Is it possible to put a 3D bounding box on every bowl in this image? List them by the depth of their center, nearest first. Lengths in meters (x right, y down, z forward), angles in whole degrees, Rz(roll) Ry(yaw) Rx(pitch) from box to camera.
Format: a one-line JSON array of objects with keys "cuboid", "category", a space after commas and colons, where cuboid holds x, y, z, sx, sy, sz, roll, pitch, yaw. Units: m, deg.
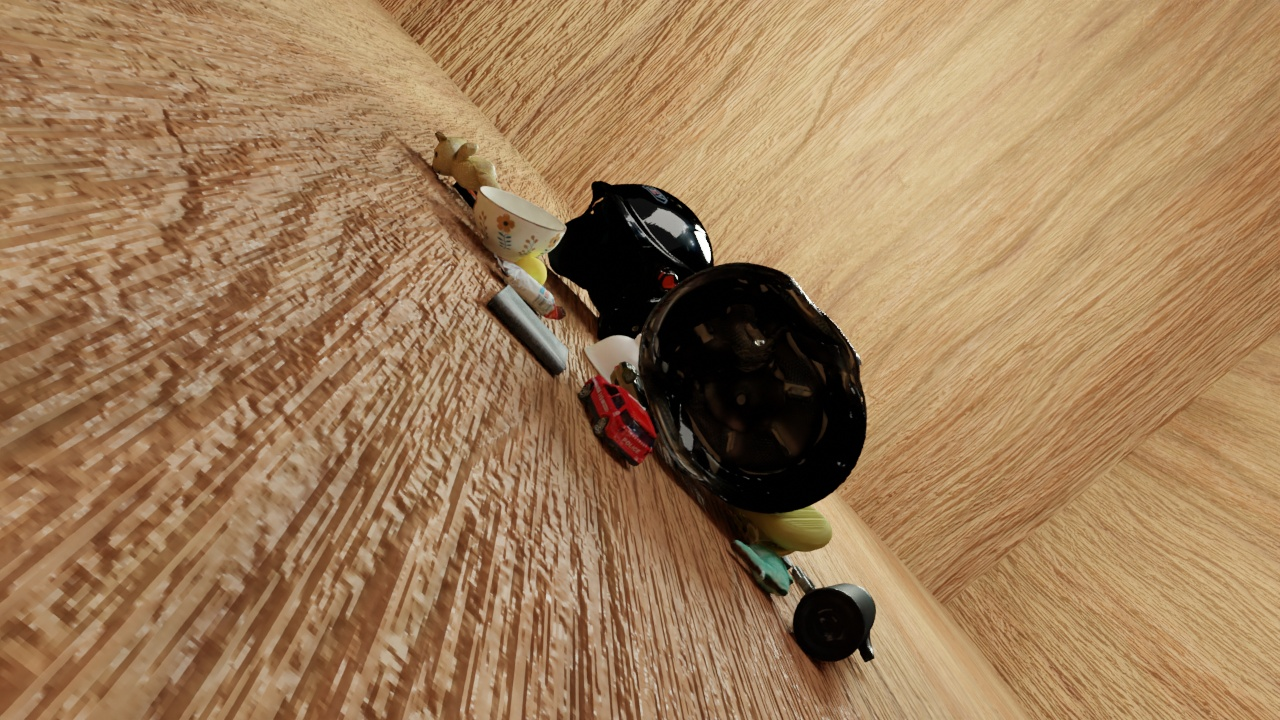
[{"cuboid": [-0.153, -0.157, 1.101, 0.113, 0.062, 0.113, 27, 16, -8], "category": "bowl"}, {"cuboid": [-0.007, 0.007, 1.137, 0.118, 0.065, 0.118, 48, 6, -7], "category": "bowl"}]

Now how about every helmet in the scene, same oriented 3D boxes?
[{"cuboid": [0.119, 0.029, 1.033, 0.274, 0.230, 0.157, 56, 1, 0], "category": "helmet"}, {"cuboid": [-0.001, -0.147, 1.380, 0.233, 0.229, 0.275, 54, -30, 42], "category": "helmet"}]

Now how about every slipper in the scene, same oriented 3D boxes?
[{"cuboid": [0.145, 0.186, 1.040, 0.091, 0.081, 0.190, 7, 9, -19], "category": "slipper"}]

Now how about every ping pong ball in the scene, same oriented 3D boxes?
[{"cuboid": [-0.130, -0.102, 1.076, 0.040, 0.040, 0.040, 47, 7, -7], "category": "ping pong ball"}]

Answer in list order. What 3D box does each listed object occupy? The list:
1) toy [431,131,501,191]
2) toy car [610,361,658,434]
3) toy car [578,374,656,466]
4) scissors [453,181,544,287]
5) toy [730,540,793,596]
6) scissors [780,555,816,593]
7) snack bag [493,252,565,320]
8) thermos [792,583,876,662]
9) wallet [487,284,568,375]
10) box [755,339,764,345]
[{"cuboid": [-0.217, -0.235, 1.197, 0.157, 0.066, 0.105, 49, -7, 25], "category": "toy"}, {"cuboid": [-0.005, 0.046, 1.042, 0.042, 0.035, 0.090, 30, 32, -60], "category": "toy car"}, {"cuboid": [-0.020, 0.052, 0.870, 0.053, 0.045, 0.120, 45, 5, -31], "category": "toy car"}, {"cuboid": [-0.179, -0.170, 1.246, 0.221, 0.022, 0.224, 49, 7, 14], "category": "scissors"}, {"cuboid": [0.129, 0.213, 0.951, 0.096, 0.030, 0.092, 41, 5, -5], "category": "toy"}, {"cuboid": [0.185, 0.251, 1.178, 0.166, 0.014, 0.163, 49, 4, 30], "category": "scissors"}, {"cuboid": [-0.127, -0.081, 1.038, 0.105, 0.026, 0.045, 42, 12, -29], "category": "snack bag"}, {"cuboid": [0.220, 0.281, 0.974, 0.090, 0.068, 0.242, 62, 11, 20], "category": "thermos"}, {"cuboid": [-0.108, -0.032, 0.917, 0.097, 0.019, 0.120, 49, 5, -9], "category": "wallet"}, {"cuboid": [0.105, 0.017, 1.317, 0.130, 0.179, 0.272, 45, 7, -4], "category": "box"}]
